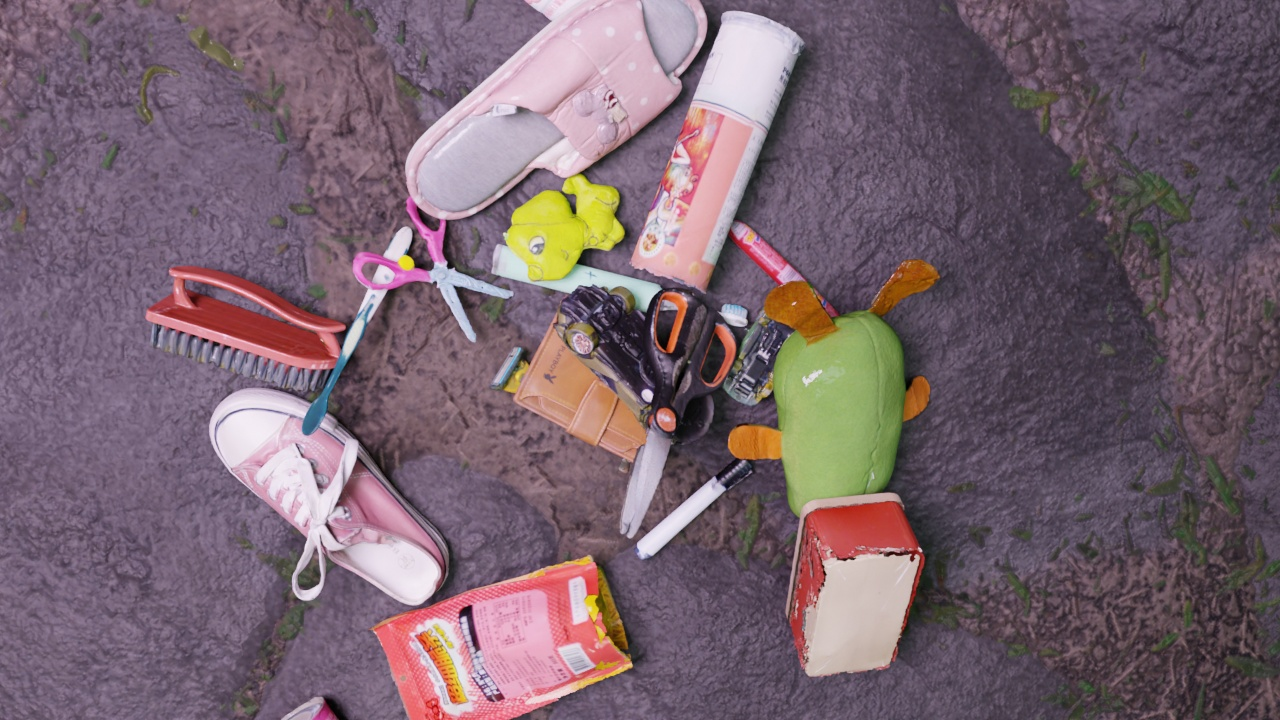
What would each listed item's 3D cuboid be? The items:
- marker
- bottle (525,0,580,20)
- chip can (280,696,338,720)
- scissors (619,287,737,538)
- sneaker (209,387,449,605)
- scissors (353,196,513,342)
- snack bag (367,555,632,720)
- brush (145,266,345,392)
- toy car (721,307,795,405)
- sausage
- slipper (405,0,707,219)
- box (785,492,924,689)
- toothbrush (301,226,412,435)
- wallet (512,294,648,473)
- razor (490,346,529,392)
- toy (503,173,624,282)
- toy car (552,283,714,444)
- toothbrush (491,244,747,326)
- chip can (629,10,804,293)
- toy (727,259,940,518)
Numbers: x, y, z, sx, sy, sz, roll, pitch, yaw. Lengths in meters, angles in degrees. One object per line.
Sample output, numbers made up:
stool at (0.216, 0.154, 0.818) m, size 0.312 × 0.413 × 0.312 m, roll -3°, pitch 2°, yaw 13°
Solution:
marker at (0.048, 0.132, 0.817) m, size 0.131 × 0.018 × 0.022 m, roll -42°, pitch 108°, yaw 2°
bottle at (-0.094, -0.334, 0.716) m, size 0.068 × 0.068 × 0.197 m, roll -40°, pitch 102°, yaw 2°
chip can at (-0.249, 0.401, 0.805) m, size 0.071 × 0.071 × 0.210 m, roll -31°, pitch 99°, yaw 0°
scissors at (0.034, 0.044, 0.706) m, size 0.136 × 0.022 × 0.234 m, roll 17°, pitch 57°, yaw -31°
sneaker at (-0.257, 0.117, 0.755) m, size 0.118 × 0.088 × 0.241 m, roll -45°, pitch 99°, yaw 2°
scissors at (-0.167, -0.080, 0.762) m, size 0.133 × 0.017 × 0.125 m, roll 14°, pitch 76°, yaw -22°
snack bag at (-0.120, 0.253, 0.802) m, size 0.208 × 0.073 × 0.128 m, roll -21°, pitch 95°, yaw 4°
brush at (-0.313, -0.026, 0.743) m, size 0.146 × 0.063 × 0.069 m, roll 19°, pitch 109°, yaw -8°
toy car at (0.104, -0.006, 0.791) m, size 0.043 × 0.036 × 0.091 m, roll 33°, pitch 89°, yaw -10°
sausage at (0.128, -0.070, 0.793) m, size 0.156 × 0.020 × 0.020 m, roll 43°, pitch 93°, yaw -9°
slipper at (-0.063, -0.197, 0.721) m, size 0.274 × 0.054 × 0.114 m, roll -33°, pitch 142°, yaw 3°
box at (0.175, 0.197, 0.767) m, size 0.091 × 0.079 × 0.169 m, roll -5°, pitch 130°, yaw -4°
toothbrush at (-0.229, -0.026, 0.747) m, size 0.016 × 0.018 × 0.191 m, roll 24°, pitch 74°, yaw -9°
wallet at (-0.031, 0.025, 0.775) m, size 0.130 × 0.035 × 0.118 m, roll 27°, pitch 69°, yaw -8°
razor at (-0.063, 0.040, 0.789) m, size 0.132 × 0.028 × 0.043 m, roll 32°, pitch 68°, yaw -8°
toy at (-0.064, -0.111, 0.757) m, size 0.100 × 0.031 × 0.096 m, roll -3°, pitch 74°, yaw -12°
toy car at (-0.004, 0.004, 0.741) m, size 0.158 × 0.042 × 0.070 m, roll 48°, pitch 48°, yaw -4°
toothbrush at (-0.016, -0.060, 0.779) m, size 0.224 × 0.027 × 0.027 m, roll 14°, pitch 59°, yaw -6°
chip can at (0.061, -0.166, 0.748) m, size 0.071 × 0.071 × 0.215 m, roll 20°, pitch 96°, yaw -7°
toy at (0.165, 0.038, 0.762) m, size 0.226 × 0.090 × 0.247 m, roll -11°, pitch 114°, yaw -25°
